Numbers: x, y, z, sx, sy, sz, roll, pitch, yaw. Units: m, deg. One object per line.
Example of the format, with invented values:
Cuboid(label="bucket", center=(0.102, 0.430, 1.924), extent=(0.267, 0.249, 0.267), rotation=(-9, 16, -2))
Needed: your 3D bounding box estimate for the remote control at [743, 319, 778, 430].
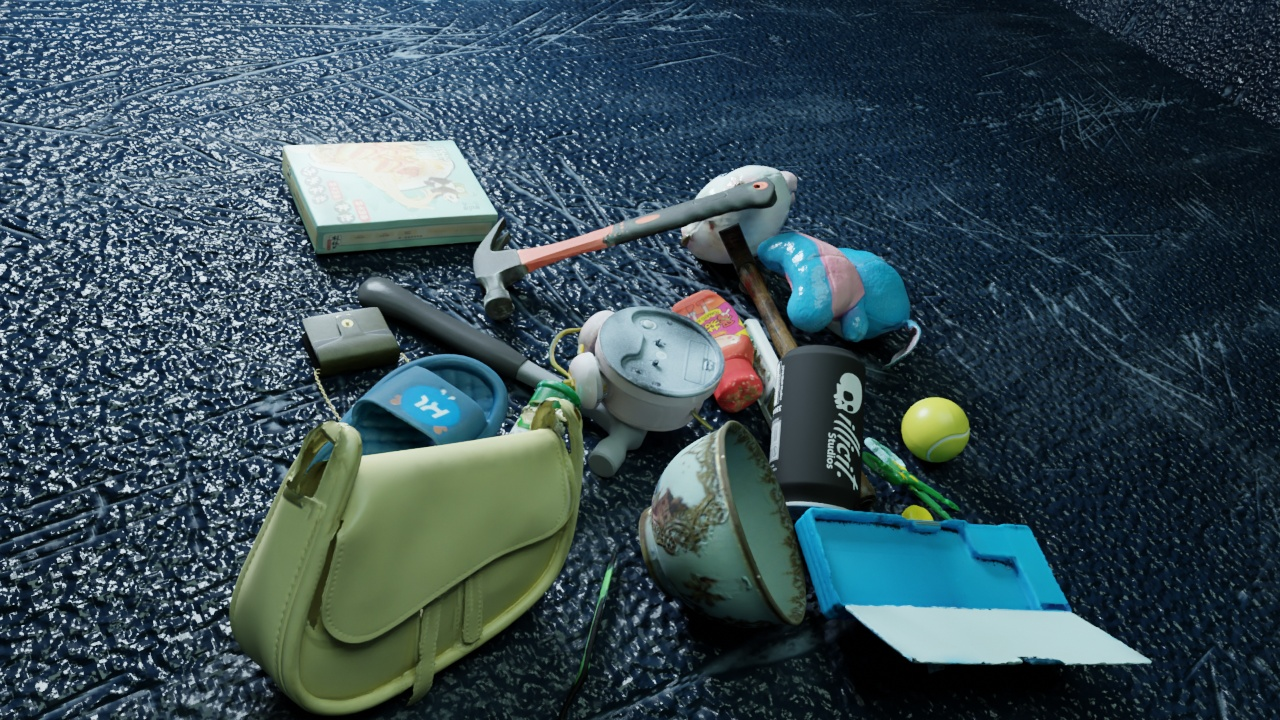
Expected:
Cuboid(label="remote control", center=(0.130, 0.017, 0.928), extent=(0.022, 0.050, 0.133), rotation=(-1, 44, -21))

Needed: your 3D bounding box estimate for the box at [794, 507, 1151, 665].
Cuboid(label="box", center=(0.259, 0.198, 0.743), extent=(0.243, 0.060, 0.175), rotation=(8, 27, -23))

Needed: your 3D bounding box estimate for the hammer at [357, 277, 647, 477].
Cuboid(label="hammer", center=(-0.129, -0.004, 0.865), extent=(0.311, 0.030, 0.124), rotation=(28, 41, 10))

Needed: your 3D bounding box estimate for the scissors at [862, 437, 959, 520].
Cuboid(label="scissors", center=(0.257, 0.113, 0.883), extent=(0.127, 0.012, 0.123), rotation=(30, 18, -17))

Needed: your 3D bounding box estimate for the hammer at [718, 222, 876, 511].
Cuboid(label="hammer", center=(0.156, 0.002, 0.931), extent=(0.033, 0.120, 0.329), rotation=(-27, 54, 8))

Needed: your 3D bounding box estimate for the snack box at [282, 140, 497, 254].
Cuboid(label="snack box", center=(-0.271, -0.179, 0.993), extent=(0.193, 0.044, 0.141), rotation=(-9, 49, -31))

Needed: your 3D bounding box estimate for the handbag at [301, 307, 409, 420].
Cuboid(label="handbag", center=(-0.231, 0.025, 0.797), extent=(0.084, 0.028, 0.178), rotation=(-13, 54, -33))

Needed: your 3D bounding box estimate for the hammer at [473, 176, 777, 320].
Cuboid(label="hammer", center=(-0.012, -0.136, 0.968), extent=(0.333, 0.033, 0.133), rotation=(-16, 43, -6))

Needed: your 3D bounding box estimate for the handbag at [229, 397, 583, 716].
Cuboid(label="handbag", center=(-0.140, 0.123, 0.612), extent=(0.232, 0.191, 0.088), rotation=(-6, 28, -45))

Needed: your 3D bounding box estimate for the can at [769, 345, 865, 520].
Cuboid(label="can", center=(0.158, 0.066, 0.820), extent=(0.080, 0.080, 0.145), rotation=(11, 70, -10))

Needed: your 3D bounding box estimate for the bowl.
Cuboid(label="bowl", center=(0.056, 0.137, 0.713), extent=(0.094, 0.160, 0.159), rotation=(-21, 38, 19))

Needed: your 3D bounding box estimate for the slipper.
Cuboid(label="slipper", center=(-0.195, 0.059, 0.734), extent=(0.104, 0.059, 0.213), rotation=(37, 50, 12))

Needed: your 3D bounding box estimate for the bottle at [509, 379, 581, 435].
Cuboid(label="bottle", center=(-0.091, 0.069, 0.766), extent=(0.043, 0.043, 0.109), rotation=(25, 61, 7))

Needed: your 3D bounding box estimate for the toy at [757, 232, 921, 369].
Cuboid(label="toy", center=(0.213, -0.087, 1.024), extent=(0.191, 0.099, 0.224), rotation=(9, 38, -42))

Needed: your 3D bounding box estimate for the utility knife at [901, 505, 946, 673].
Cuboid(label="utility knife", center=(0.247, 0.196, 0.797), extent=(0.029, 0.020, 0.174), rotation=(19, 39, -5))

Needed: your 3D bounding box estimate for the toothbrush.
Cuboid(label="toothbrush", center=(-0.037, 0.213, 0.668), extent=(0.017, 0.014, 0.187), rotation=(29, 39, -9))

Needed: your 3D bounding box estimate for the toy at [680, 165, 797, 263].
Cuboid(label="toy", center=(0.129, -0.176, 1.092), extent=(0.101, 0.139, 0.179), rotation=(53, 36, 7))

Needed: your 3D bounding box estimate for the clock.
Cuboid(label="clock", center=(-0.005, 0.005, 0.832), extent=(0.158, 0.059, 0.116), rotation=(15, 40, -4))

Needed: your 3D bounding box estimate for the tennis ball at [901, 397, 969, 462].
Cuboid(label="tennis ball", center=(0.297, 0.070, 0.923), extent=(0.065, 0.065, 0.065), rotation=(11, 41, -10))

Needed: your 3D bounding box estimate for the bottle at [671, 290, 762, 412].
Cuboid(label="bottle", center=(0.078, -0.009, 0.930), extent=(0.071, 0.048, 0.134), rotation=(-26, 51, 1))
